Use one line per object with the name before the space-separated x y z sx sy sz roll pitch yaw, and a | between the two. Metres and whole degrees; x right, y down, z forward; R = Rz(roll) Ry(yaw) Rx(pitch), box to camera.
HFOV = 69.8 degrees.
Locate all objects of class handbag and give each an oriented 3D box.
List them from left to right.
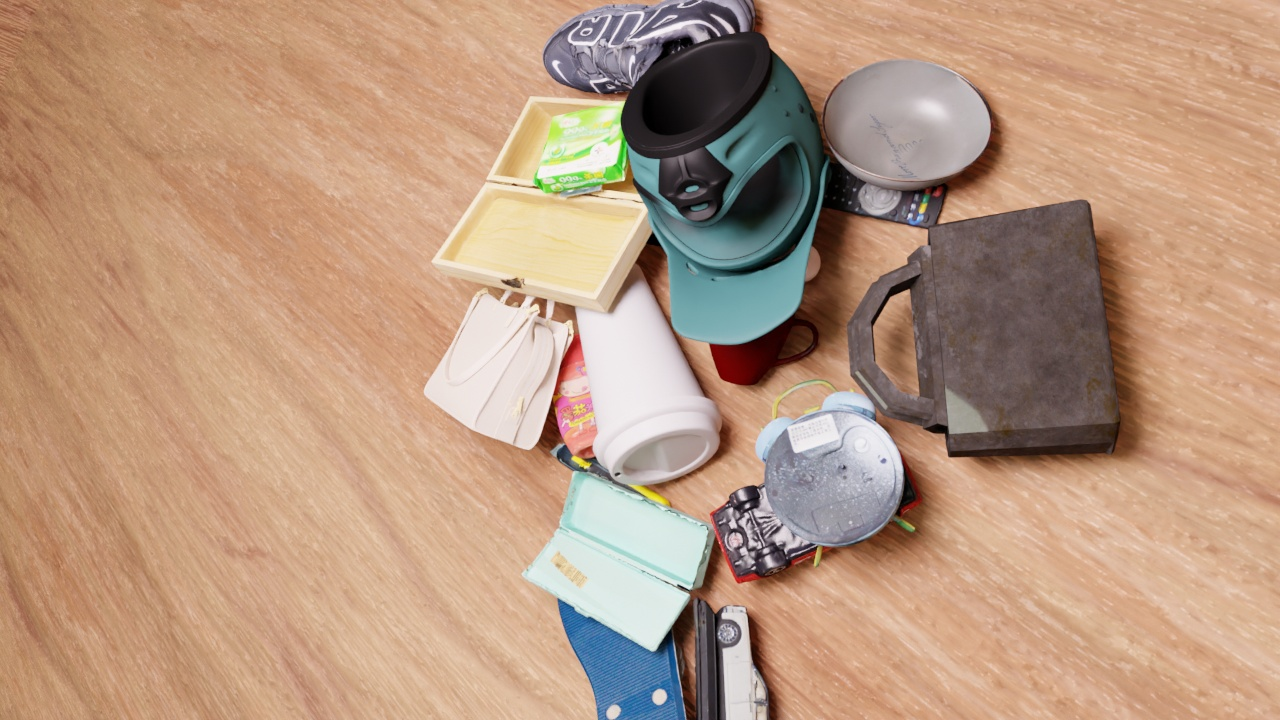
handbag | -0.150 -0.020 1.038 0.195 0.101 0.198 21 87 59
handbag | 0.277 -0.014 0.776 0.200 0.102 0.197 -4 77 16

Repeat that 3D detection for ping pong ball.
ping pong ball | 0.158 -0.097 0.909 0.040 0.040 0.040 -8 76 31

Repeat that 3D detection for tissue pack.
tissue pack | -0.056 -0.226 0.981 0.114 0.034 0.099 -4 58 25

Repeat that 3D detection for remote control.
remote control | 0.224 -0.162 0.893 0.141 0.021 0.045 18 91 29

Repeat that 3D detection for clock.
clock | 0.164 0.089 0.800 0.118 0.060 0.162 -21 66 13

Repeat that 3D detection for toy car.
toy car | 0.083 0.319 0.854 0.071 0.094 0.191 -1 76 2
toy car | 0.159 0.137 0.850 0.190 0.056 0.081 -28 67 14

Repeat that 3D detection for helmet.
helmet | 0.081 -0.157 0.837 0.177 0.200 0.274 -11 38 21

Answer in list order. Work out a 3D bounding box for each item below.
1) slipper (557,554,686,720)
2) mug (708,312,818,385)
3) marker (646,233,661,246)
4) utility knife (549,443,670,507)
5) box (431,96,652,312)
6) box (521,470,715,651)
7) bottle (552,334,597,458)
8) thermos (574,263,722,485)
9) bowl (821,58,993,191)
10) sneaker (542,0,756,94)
slipper | -0.006 0.305 0.910 0.118 0.060 0.294 -30 47 13
mug | 0.117 -0.021 0.906 0.114 0.087 0.088 9 104 7
marker | 0.060 -0.130 0.994 0.134 0.015 0.018 4 62 33
utility knife | -0.037 0.129 1.001 0.173 0.020 0.029 25 90 36
box | -0.080 -0.181 1.014 0.247 0.068 0.252 15 64 36
box | -0.022 0.199 0.933 0.187 0.052 0.138 18 80 40
bottle | -0.061 0.037 1.014 0.071 0.048 0.134 -19 66 9
thermos | -0.006 0.005 0.950 0.132 0.131 0.221 -33 56 23
bowl | 0.243 -0.207 0.853 0.151 0.057 0.150 -3 62 5
sneaker | -0.007 -0.322 0.992 0.253 0.097 0.150 -6 37 26
